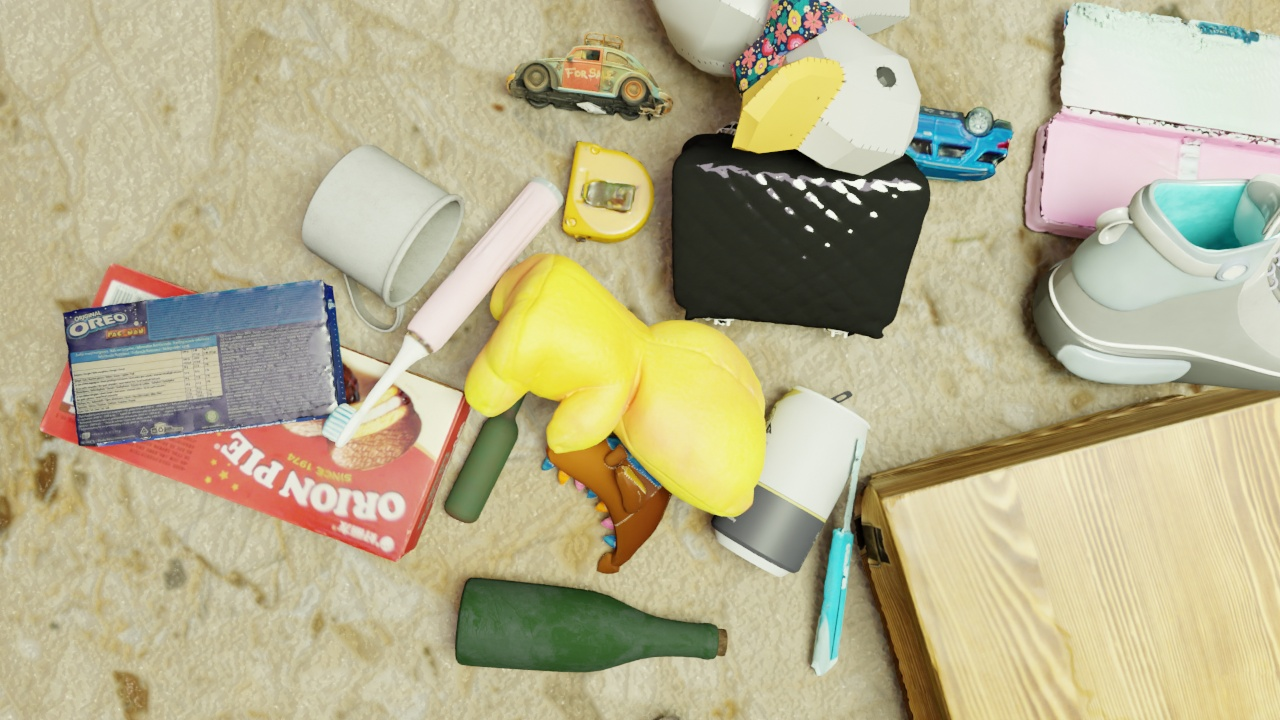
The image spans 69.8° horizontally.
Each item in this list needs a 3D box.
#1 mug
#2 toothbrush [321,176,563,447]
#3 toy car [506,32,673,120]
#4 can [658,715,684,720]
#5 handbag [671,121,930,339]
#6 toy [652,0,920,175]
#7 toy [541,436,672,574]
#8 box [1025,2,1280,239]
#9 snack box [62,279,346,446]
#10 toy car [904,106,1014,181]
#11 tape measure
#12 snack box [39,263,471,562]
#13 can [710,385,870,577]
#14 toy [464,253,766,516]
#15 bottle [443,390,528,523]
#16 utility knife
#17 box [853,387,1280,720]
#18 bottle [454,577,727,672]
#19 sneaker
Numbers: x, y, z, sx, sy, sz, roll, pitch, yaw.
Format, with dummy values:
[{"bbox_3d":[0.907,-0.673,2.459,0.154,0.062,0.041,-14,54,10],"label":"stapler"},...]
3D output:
[{"bbox_3d":[-0.170,-0.075,0.593,0.070,0.084,0.113,33,118,1],"label":"mug"},{"bbox_3d":[-0.119,-0.034,0.573,0.026,0.027,0.222,33,63,4],"label":"toothbrush"},{"bbox_3d":[-0.032,-0.191,0.614,0.112,0.047,0.047,6,88,-4],"label":"toy car"},{"bbox_3d":[0.008,0.270,0.579,0.086,0.086,0.043,-39,90,-4],"label":"can"},{"bbox_3d":[0.096,-0.083,0.602,0.154,0.114,0.125,5,114,3],"label":"handbag"},{"bbox_3d":[0.089,-0.223,0.560,0.246,0.141,0.267,-22,67,-41],"label":"toy"},{"bbox_3d":[-0.028,0.089,0.612,0.090,0.070,0.103,28,109,11],"label":"toy"},{"bbox_3d":[0.392,-0.154,0.640,0.230,0.035,0.159,8,87,-2],"label":"box"},{"bbox_3d":[-0.256,0.001,0.545,0.150,0.027,0.082,-6,85,-5],"label":"snack box"},{"bbox_3d":[0.189,-0.150,0.620,0.120,0.056,0.043,10,88,-4],"label":"toy car"},{"bbox_3d":[-0.020,-0.109,0.621,0.059,0.030,0.068,10,88,0],"label":"tape measure"},{"bbox_3d":[-0.238,0.033,0.589,0.236,0.060,0.113,20,85,-2],"label":"snack box"},{"bbox_3d":[0.101,0.073,0.602,0.064,0.064,0.127,29,87,-1],"label":"can"},{"bbox_3d":[-0.003,0.003,0.564,0.194,0.134,0.088,28,128,-10],"label":"toy"},{"bbox_3d":[-0.098,0.057,0.612,0.025,0.025,0.106,26,87,-2],"label":"bottle"},{"bbox_3d":[0.129,0.129,0.598,0.022,0.015,0.169,-13,114,-42],"label":"utility knife"},{"bbox_3d":[0.282,0.182,0.572,0.247,0.176,0.279,-16,89,7],"label":"box"},{"bbox_3d":[-0.030,0.176,0.597,0.174,0.055,0.055,6,87,-4],"label":"bottle"},{"bbox_3d":[0.394,-0.052,0.569,0.256,0.161,0.092,3,61,0],"label":"sneaker"}]
